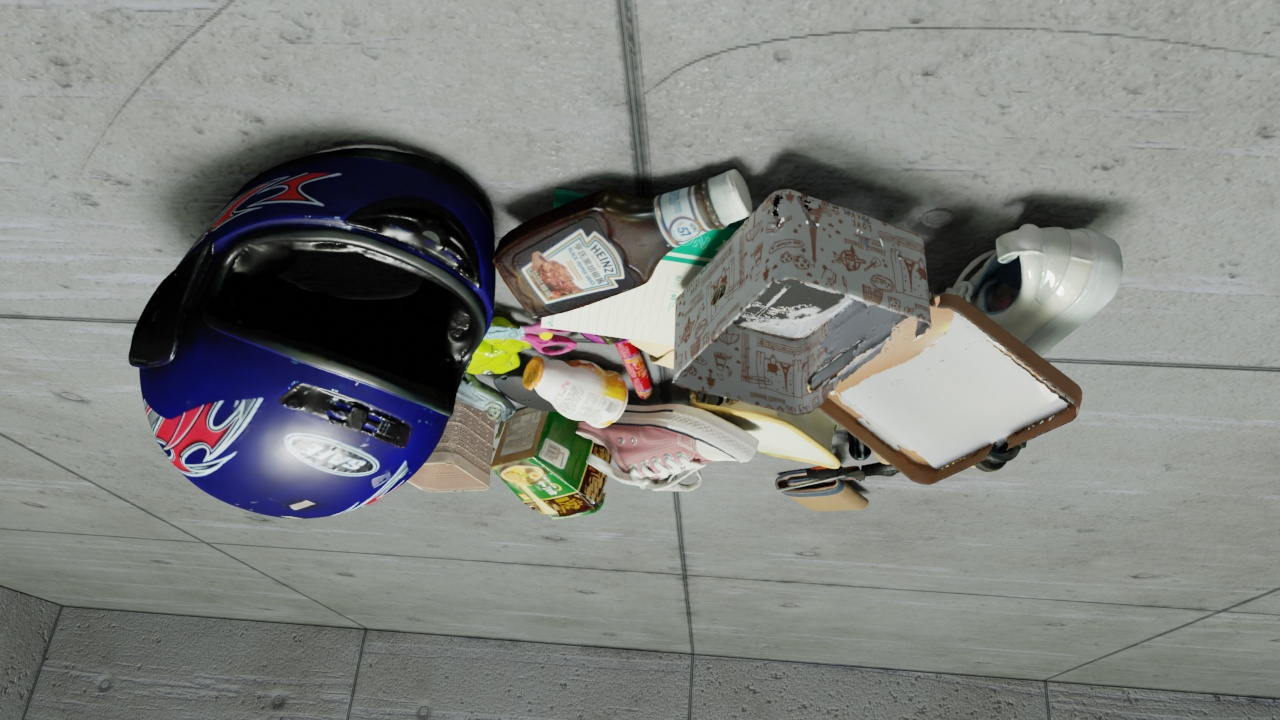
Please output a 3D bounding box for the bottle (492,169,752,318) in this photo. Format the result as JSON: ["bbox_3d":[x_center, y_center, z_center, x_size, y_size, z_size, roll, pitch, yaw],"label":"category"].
[{"bbox_3d":[-0.012,-0.092,0.687,0.195,0.043,0.080,-18,125,22],"label":"bottle"}]

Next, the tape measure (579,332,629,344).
[{"bbox_3d":[-0.030,-0.038,0.831,0.057,0.039,0.058,-16,147,37],"label":"tape measure"}]

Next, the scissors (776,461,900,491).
[{"bbox_3d":[0.253,0.131,1.067,0.221,0.021,0.235,-10,176,-7],"label":"scissors"}]

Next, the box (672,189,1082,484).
[{"bbox_3d":[0.171,-0.003,0.697,0.259,0.110,0.179,16,150,-17],"label":"box"}]

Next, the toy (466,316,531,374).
[{"bbox_3d":[-0.151,-0.014,0.915,0.100,0.031,0.096,-20,146,34],"label":"toy"}]

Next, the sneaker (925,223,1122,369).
[{"bbox_3d":[0.269,-0.029,0.738,0.090,0.089,0.243,11,153,-7],"label":"sneaker"}]

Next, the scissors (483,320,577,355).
[{"bbox_3d":[-0.120,-0.021,0.871,0.137,0.017,0.073,-6,147,-19],"label":"scissors"}]

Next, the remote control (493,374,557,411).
[{"bbox_3d":[-0.108,0.040,1.000,0.053,0.024,0.136,-8,163,28],"label":"remote control"}]

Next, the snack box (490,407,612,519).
[{"bbox_3d":[-0.106,0.112,1.090,0.118,0.118,0.105,-17,137,39],"label":"snack box"}]

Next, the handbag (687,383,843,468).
[{"bbox_3d":[0.119,0.057,0.994,0.179,0.063,0.163,4,158,39],"label":"handbag"}]

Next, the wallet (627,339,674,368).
[{"bbox_3d":[0.046,-0.015,0.879,0.087,0.024,0.115,-24,143,39],"label":"wallet"}]

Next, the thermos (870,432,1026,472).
[{"bbox_3d":[0.312,0.072,0.947,0.093,0.093,0.144,23,156,-33],"label":"thermos"}]

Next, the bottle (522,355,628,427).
[{"bbox_3d":[-0.067,0.029,0.950,0.108,0.063,0.063,22,150,-32],"label":"bottle"}]

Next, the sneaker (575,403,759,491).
[{"bbox_3d":[0.018,0.097,0.985,0.242,0.087,0.118,3,160,42],"label":"sneaker"}]

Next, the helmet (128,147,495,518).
[{"bbox_3d":[-0.254,0.000,0.730,0.247,0.240,0.316,24,148,-38],"label":"helmet"}]

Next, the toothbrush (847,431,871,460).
[{"bbox_3d":[0.237,0.060,1.001,0.027,0.026,0.213,10,156,19],"label":"toothbrush"}]

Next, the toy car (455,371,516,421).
[{"bbox_3d":[-0.186,0.027,0.970,0.120,0.037,0.054,30,-177,-18],"label":"toy car"}]

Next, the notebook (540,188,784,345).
[{"bbox_3d":[0.027,-0.067,0.753,0.209,0.012,0.151,8,139,-4],"label":"notebook"}]

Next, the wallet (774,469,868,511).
[{"bbox_3d":[0.246,0.178,1.236,0.090,0.033,0.115,-9,152,33],"label":"wallet"}]

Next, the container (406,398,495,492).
[{"bbox_3d":[-0.218,0.081,1.032,0.090,0.110,0.090,-5,153,21],"label":"container"}]

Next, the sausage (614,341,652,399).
[{"bbox_3d":[-0.006,0.005,0.942,0.020,0.020,0.156,0,154,11],"label":"sausage"}]
